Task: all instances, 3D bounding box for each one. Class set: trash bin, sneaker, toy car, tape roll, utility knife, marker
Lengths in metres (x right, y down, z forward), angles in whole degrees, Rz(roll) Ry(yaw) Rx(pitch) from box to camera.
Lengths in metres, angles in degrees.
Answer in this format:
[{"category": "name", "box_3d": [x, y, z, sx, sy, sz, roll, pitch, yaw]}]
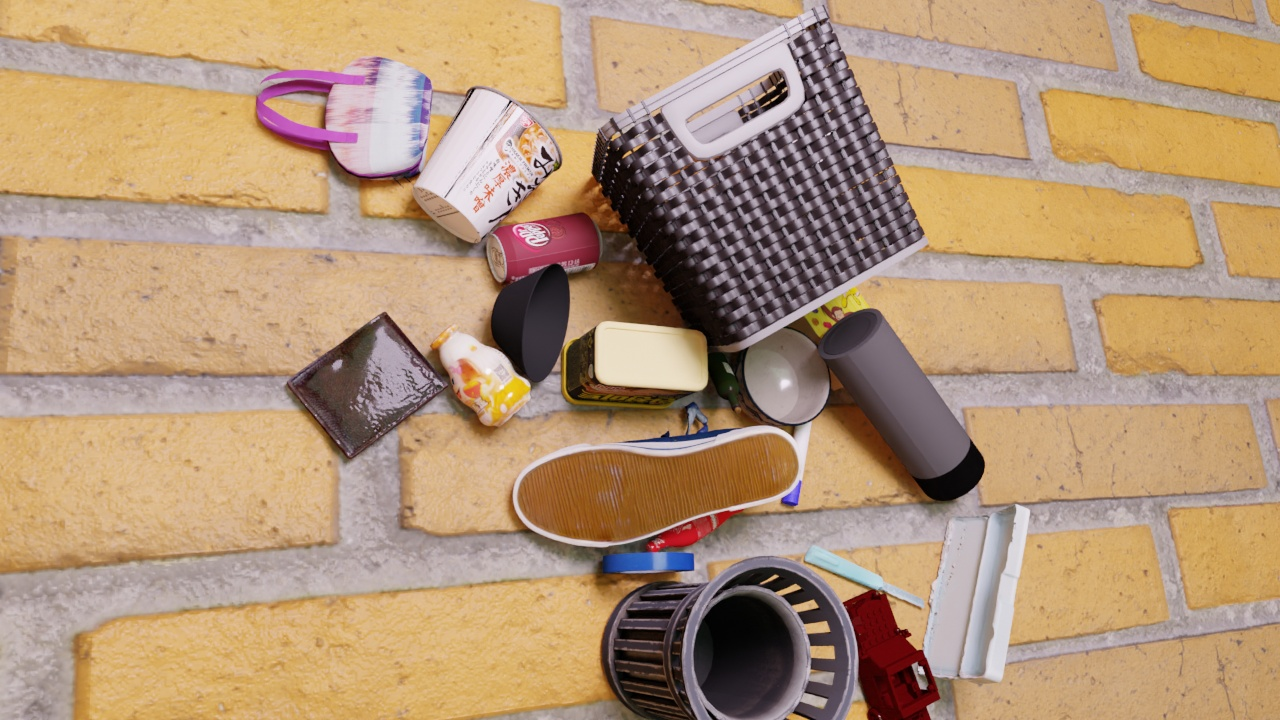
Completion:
[{"category": "trash bin", "box_3d": [0.066, 0.273, 0.855, 0.164, 0.228, 0.164, 6, 73, -22]}, {"category": "sneaker", "box_3d": [0.012, 0.116, 0.966, 0.294, 0.127, 0.120, -9, 91, -7]}, {"category": "toy car", "box_3d": [0.278, 0.346, 1.019, 0.070, 0.062, 0.169, -15, 82, -26]}, {"category": "tape roll", "box_3d": [0.008, 0.205, 0.924, 0.091, 0.093, 0.016, 0, 75, -7]}, {"category": "utility knife", "box_3d": [0.264, 0.253, 1.064, 0.168, 0.015, 0.022, 25, 68, -13]}, {"category": "marker", "box_3d": [0.187, 0.099, 1.073, 0.020, 0.020, 0.141, 20, 69, -17]}]

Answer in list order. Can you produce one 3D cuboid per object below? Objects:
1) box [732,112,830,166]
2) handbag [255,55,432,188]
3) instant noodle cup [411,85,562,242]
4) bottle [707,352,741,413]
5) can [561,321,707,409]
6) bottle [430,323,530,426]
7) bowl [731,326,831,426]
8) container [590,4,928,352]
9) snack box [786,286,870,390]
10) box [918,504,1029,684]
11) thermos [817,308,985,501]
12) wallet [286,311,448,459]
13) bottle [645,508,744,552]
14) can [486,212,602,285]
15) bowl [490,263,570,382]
[{"category": "box", "box_3d": [0.177, -0.264, 1.130, 0.160, 0.092, 0.081, -3, 94, -21]}, {"category": "handbag", "box_3d": [-0.304, -0.253, 0.942, 0.170, 0.068, 0.144, 6, 73, -15]}, {"category": "instant noodle cup", "box_3d": [-0.166, -0.196, 0.955, 0.123, 0.124, 0.121, 37, 74, -10]}, {"category": "bottle", "box_3d": [0.094, 0.025, 1.016, 0.025, 0.025, 0.106, 13, 30, -20]}, {"category": "can", "box_3d": [-0.006, 0.006, 0.968, 0.130, 0.101, 0.072, 5, 76, -22]}, {"category": "bottle", "box_3d": [-0.162, 0.013, 0.922, 0.109, 0.063, 0.063, 47, 63, -5]}, {"category": "bowl", "box_3d": [0.154, 0.024, 1.056, 0.115, 0.059, 0.115, 6, 73, -22]}, {"category": "container", "box_3d": [0.117, -0.168, 0.962, 0.247, 0.245, 0.243, -29, 93, -4]}, {"category": "snack box", "box_3d": [0.238, -0.042, 1.120, 0.088, 0.040, 0.126, -36, 91, -27]}, {"category": "box", "box_3d": [0.383, 0.266, 1.043, 0.043, 0.136, 0.196, 24, 68, -9]}, {"category": "thermos", "box_3d": [0.307, 0.054, 1.067, 0.240, 0.082, 0.082, 49, 62, -21]}, {"category": "wallet", "box_3d": [-0.266, 0.024, 0.896, 0.119, 0.031, 0.099, -41, 91, -24]}, {"category": "bottle", "box_3d": [0.064, 0.167, 0.988, 0.141, 0.042, 0.042, -28, 88, -27]}, {"category": "can", "box_3d": [-0.102, -0.120, 0.984, 0.114, 0.063, 0.063, -15, 82, -26]}, {"category": "bowl", "box_3d": [-0.120, -0.043, 0.948, 0.052, 0.124, 0.123, 11, 68, 15]}]
